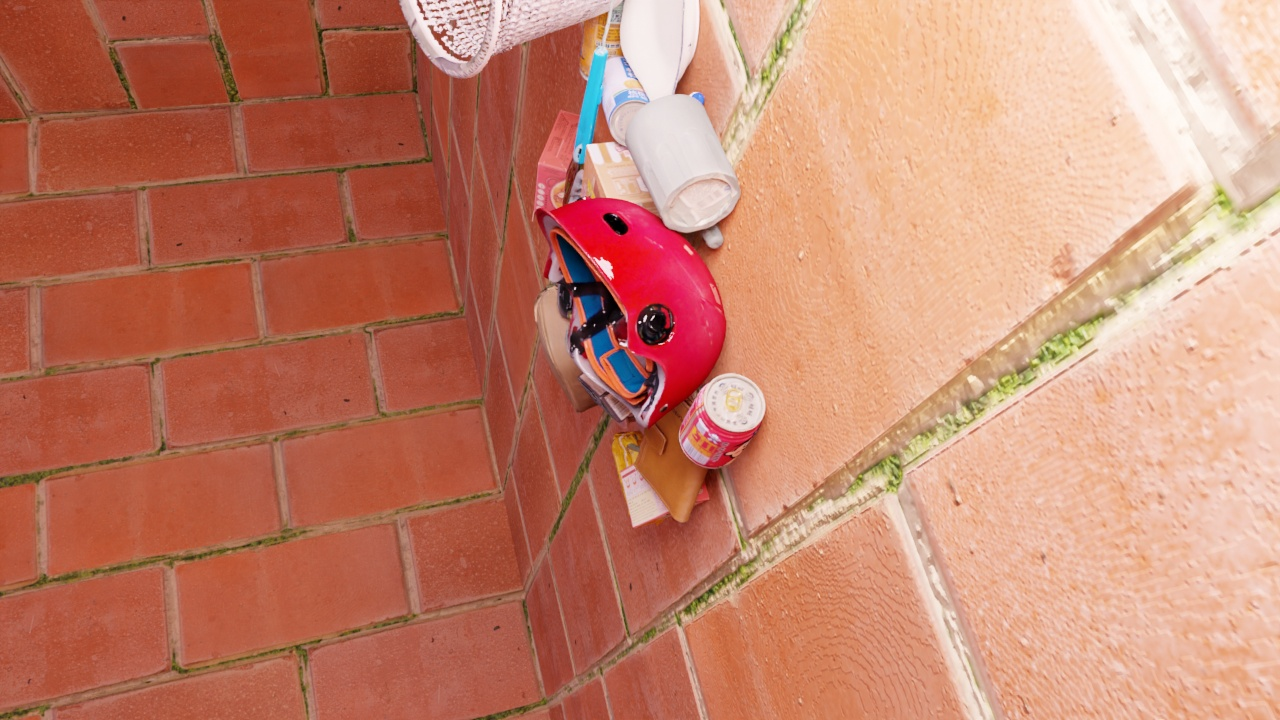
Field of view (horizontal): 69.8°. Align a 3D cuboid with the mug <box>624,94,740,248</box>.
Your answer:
[{"bbox_3d":[0.046,-0.176,0.880,0.124,0.084,0.103,56,-169,-58],"label":"mug"}]

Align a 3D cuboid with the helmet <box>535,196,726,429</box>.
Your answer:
[{"bbox_3d":[0.000,-0.068,0.918,0.207,0.143,0.240,39,152,54],"label":"helmet"}]

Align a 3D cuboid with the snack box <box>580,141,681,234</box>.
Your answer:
[{"bbox_3d":[-0.007,-0.181,1.003,0.077,0.092,0.094,103,152,-54],"label":"snack box"}]

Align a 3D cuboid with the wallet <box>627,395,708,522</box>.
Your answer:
[{"bbox_3d":[0.038,0.098,1.048,0.119,0.035,0.131,44,129,39],"label":"wallet"}]

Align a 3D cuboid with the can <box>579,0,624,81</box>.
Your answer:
[{"bbox_3d":[-0.035,-0.387,1.043,0.146,0.058,0.058,105,151,-54],"label":"can"}]

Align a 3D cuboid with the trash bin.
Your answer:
[{"bbox_3d":[-0.118,-0.408,0.897,0.227,0.191,0.228,35,137,42],"label":"trash bin"}]

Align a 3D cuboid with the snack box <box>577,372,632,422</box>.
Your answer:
[{"bbox_3d":[-0.007,0.006,1.106,0.053,0.125,0.113,55,173,-20],"label":"snack box"}]

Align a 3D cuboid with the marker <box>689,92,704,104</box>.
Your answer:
[{"bbox_3d":[0.035,-0.255,0.956,0.146,0.017,0.017,-176,77,-73],"label":"marker"}]

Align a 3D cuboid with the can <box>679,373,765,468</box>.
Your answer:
[{"bbox_3d":[0.079,0.059,0.893,0.094,0.066,0.066,112,145,-61],"label":"can"}]

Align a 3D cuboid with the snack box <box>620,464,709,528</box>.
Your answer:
[{"bbox_3d":[0.026,0.153,1.129,0.156,0.027,0.077,-37,63,55],"label":"snack box"}]

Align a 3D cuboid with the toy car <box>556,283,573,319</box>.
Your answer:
[{"bbox_3d":[-0.052,-0.084,1.202,0.158,0.042,0.070,9,98,43],"label":"toy car"}]

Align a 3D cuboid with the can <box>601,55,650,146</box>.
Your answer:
[{"bbox_3d":[-0.016,-0.289,1.013,0.134,0.053,0.053,-103,14,-50],"label":"can"}]

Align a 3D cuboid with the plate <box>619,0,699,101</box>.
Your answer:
[{"bbox_3d":[0.023,-0.347,0.915,0.165,0.034,0.163,99,155,-48],"label":"plate"}]

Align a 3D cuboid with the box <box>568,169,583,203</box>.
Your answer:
[{"bbox_3d":[-0.065,-0.161,1.290,0.201,0.049,0.160,129,122,-69],"label":"box"}]

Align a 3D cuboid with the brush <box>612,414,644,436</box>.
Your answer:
[{"bbox_3d":[-0.010,0.046,1.177,0.145,0.073,0.063,-129,32,-62],"label":"brush"}]

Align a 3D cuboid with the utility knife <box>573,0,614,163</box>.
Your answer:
[{"bbox_3d":[-0.047,-0.298,0.979,0.209,0.018,0.034,108,180,-52],"label":"utility knife"}]

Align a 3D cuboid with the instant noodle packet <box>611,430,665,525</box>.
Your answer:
[{"bbox_3d":[0.001,0.158,1.251,0.111,0.044,0.128,159,98,-72],"label":"instant noodle packet"}]

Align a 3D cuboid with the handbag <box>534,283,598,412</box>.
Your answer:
[{"bbox_3d":[-0.089,-0.017,1.341,0.205,0.100,0.147,77,172,-65],"label":"handbag"}]

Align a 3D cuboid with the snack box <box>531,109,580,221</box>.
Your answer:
[{"bbox_3d":[-0.117,-0.274,1.326,0.127,0.044,0.113,108,178,-58],"label":"snack box"}]
